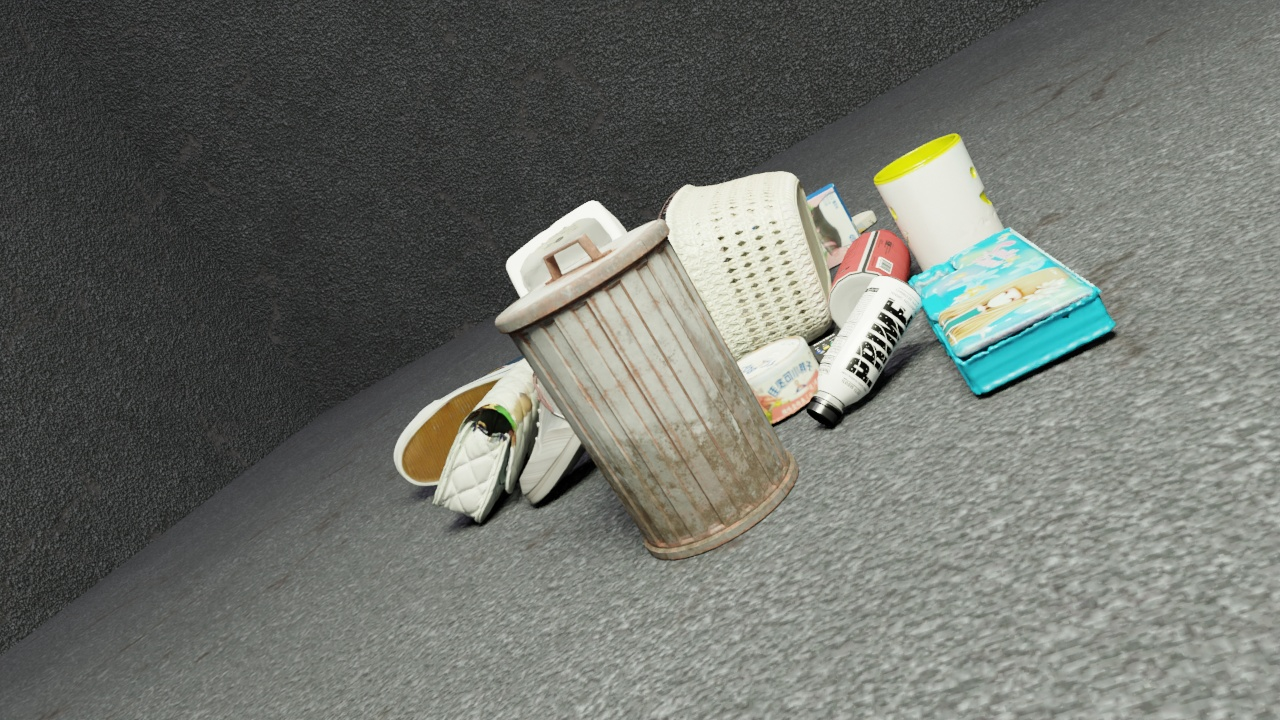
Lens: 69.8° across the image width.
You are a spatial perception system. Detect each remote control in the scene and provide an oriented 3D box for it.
[{"bbox_3d":[0.254,-0.156,1.183,0.125,0.018,0.038,-37,13,-23],"label":"remote control"},{"bbox_3d":[0.166,0.000,0.752,0.033,0.015,0.146,-30,11,5],"label":"remote control"}]

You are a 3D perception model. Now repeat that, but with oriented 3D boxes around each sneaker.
[{"bbox_3d":[-0.205,0.064,1.226,0.293,0.121,0.127,-34,24,-26],"label":"sneaker"},{"bbox_3d":[-0.070,0.021,0.881,0.236,0.089,0.099,-60,-5,4],"label":"sneaker"}]

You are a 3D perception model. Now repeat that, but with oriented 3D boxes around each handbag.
[{"bbox_3d":[-0.146,0.081,0.984,0.194,0.072,0.139,-66,0,-70],"label":"handbag"}]

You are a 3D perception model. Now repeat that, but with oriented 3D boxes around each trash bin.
[{"bbox_3d":[0.003,0.013,0.624,0.131,0.211,0.130,-30,12,7],"label":"trash bin"}]

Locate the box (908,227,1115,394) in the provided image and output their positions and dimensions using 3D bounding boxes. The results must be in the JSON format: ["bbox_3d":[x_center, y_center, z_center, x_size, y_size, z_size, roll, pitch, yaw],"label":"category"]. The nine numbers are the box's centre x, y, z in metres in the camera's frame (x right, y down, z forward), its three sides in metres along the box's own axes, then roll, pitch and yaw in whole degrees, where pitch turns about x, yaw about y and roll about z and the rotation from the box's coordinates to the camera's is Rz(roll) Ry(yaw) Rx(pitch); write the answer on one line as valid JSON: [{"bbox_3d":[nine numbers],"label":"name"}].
[{"bbox_3d":[0.253,-0.045,0.657,0.094,0.039,0.226,-28,12,16],"label":"box"}]

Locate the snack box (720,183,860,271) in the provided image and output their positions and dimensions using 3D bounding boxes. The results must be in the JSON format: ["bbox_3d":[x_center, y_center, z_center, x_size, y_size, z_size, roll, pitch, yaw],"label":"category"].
[{"bbox_3d":[0.183,-0.138,1.109,0.154,0.088,0.033,-28,11,19],"label":"snack box"}]

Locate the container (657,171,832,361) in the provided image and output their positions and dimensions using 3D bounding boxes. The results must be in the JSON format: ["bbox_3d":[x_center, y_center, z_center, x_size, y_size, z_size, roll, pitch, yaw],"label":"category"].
[{"bbox_3d":[0.107,-0.096,0.921,0.143,0.185,0.251,-19,16,16],"label":"container"}]

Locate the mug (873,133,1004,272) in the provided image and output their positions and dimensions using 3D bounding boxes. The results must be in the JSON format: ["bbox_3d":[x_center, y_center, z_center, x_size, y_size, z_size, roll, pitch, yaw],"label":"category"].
[{"bbox_3d":[0.274,-0.140,0.837,0.082,0.106,0.082,-30,12,7],"label":"mug"}]

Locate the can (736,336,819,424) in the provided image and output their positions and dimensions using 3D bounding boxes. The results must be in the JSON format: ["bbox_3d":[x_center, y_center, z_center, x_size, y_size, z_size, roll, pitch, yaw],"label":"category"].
[{"bbox_3d":[0.107,0.019,0.759,0.086,0.043,0.086,-30,10,6],"label":"can"}]

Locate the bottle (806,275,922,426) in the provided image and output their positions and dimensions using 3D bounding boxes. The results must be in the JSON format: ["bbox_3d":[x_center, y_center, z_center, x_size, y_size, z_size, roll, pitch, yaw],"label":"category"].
[{"bbox_3d":[0.160,-0.005,0.669,0.116,0.041,0.041,-56,16,-9],"label":"bottle"}]

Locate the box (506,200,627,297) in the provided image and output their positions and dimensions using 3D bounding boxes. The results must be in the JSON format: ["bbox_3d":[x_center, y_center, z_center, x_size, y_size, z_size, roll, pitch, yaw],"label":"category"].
[{"bbox_3d":[-0.039,-0.048,0.777,0.111,0.101,0.189,-36,53,9],"label":"box"}]

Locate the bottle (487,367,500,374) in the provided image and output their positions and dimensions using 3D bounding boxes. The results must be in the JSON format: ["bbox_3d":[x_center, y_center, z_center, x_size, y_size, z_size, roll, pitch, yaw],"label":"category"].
[{"bbox_3d":[-0.231,0.060,1.383,0.164,0.071,0.071,-29,12,12],"label":"bottle"}]

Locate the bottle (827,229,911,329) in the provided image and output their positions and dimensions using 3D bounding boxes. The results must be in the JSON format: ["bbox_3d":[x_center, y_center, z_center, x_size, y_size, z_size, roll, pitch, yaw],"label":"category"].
[{"bbox_3d":[0.216,-0.081,0.847,0.062,0.062,0.176,-25,13,28],"label":"bottle"}]
